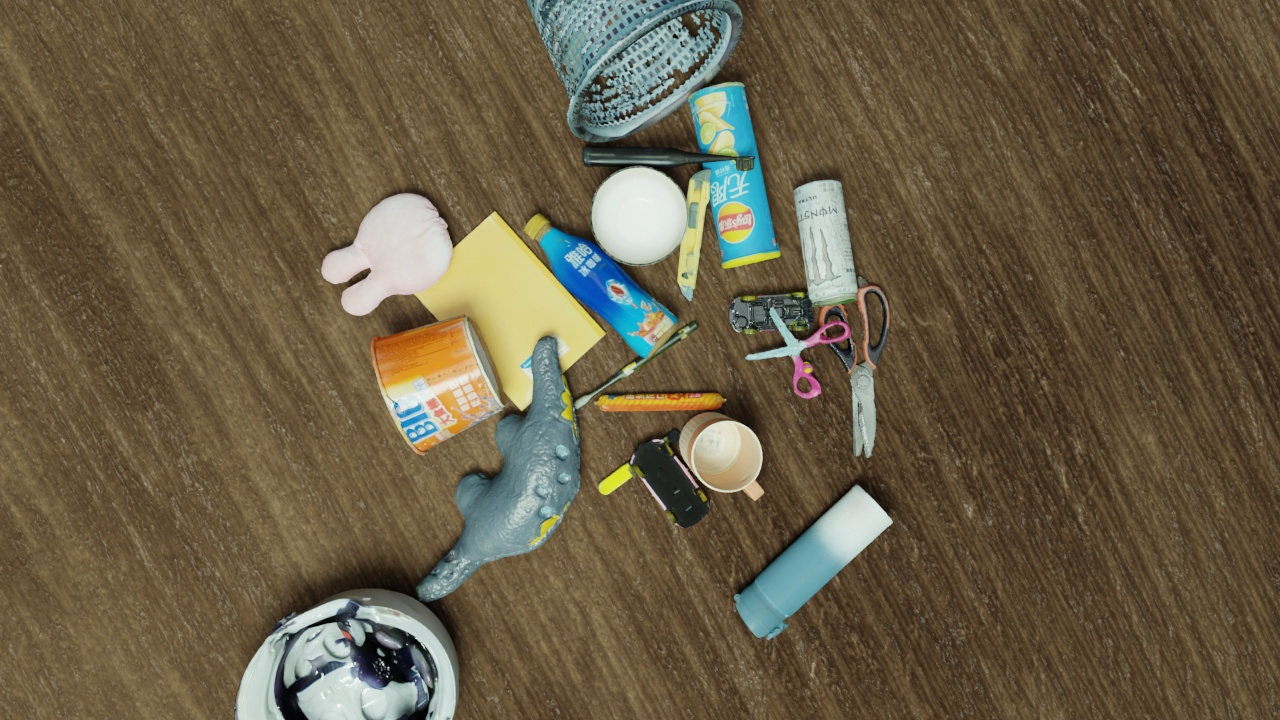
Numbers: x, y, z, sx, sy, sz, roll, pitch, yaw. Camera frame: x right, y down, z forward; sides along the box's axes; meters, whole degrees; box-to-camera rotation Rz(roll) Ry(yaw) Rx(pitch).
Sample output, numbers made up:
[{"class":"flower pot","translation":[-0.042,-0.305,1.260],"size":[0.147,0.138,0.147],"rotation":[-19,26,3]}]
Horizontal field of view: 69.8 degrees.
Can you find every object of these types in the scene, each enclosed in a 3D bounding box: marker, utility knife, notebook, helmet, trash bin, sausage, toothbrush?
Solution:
[{"class":"marker","translation":[-0.001,0.126,1.147],"size":[0.124,0.015,0.018],"rotation":[-37,99,-2]},{"class":"utility knife","translation":[0.065,-0.152,1.114],"size":[0.031,0.018,0.163],"rotation":[19,119,31]},{"class":"notebook","translation":[-0.164,-0.061,1.137],"size":[0.146,0.010,0.206],"rotation":[-43,92,1]},{"class":"helmet","translation":[-0.330,0.376,1.086],"size":[0.259,0.145,0.229],"rotation":[-35,92,10]},{"class":"trash bin","translation":[-0.029,-0.395,1.038],"size":[0.226,0.226,0.195],"rotation":[-31,80,0]},{"class":"sausage","translation":[0.025,0.052,1.139],"size":[0.165,0.021,0.021],"rotation":[-1,92,-1]},{"class":"toothbrush","translation":[-0.007,0.007,1.141],"size":[0.186,0.017,0.012],"rotation":[-34,90,-1]},{"class":"toothbrush","translation":[0.032,-0.239,1.086],"size":[0.213,0.026,0.027],"rotation":[7,107,21]}]

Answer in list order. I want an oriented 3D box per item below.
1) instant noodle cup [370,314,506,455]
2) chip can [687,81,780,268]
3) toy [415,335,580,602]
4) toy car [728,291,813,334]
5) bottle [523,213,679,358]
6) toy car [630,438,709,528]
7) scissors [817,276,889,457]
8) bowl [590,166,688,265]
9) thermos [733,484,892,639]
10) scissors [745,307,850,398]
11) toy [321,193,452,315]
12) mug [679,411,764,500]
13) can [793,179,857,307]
[{"class":"instant noodle cup","translation":[-0.230,0.021,1.070],"size":[0.111,0.151,0.151],"rotation":[-22,93,-2]},{"class":"chip can","translation":[0.113,-0.221,1.104],"size":[0.071,0.071,0.210],"rotation":[-12,93,-1]},{"class":"toy","translation":[-0.148,0.151,1.107],"size":[0.138,0.091,0.356],"rotation":[29,90,7]},{"class":"toy car","translation":[0.160,-0.059,1.131],"size":[0.106,0.031,0.049],"rotation":[-5,92,-6]},{"class":"bottle","translation":[-0.052,-0.094,1.107],"size":[0.218,0.065,0.065],"rotation":[42,91,1]},{"class":"toy car","translation":[0.037,0.151,1.135],"size":[0.056,0.037,0.122],"rotation":[-36,96,-2]},{"class":"scissors","translation":[0.262,0.011,1.145],"size":[0.193,0.015,0.206],"rotation":[35,91,-3]},{"class":"bowl","translation":[-0.002,-0.171,1.107],"size":[0.116,0.066,0.116],"rotation":[0,93,-1]},{"class":"thermos","translation":[0.210,0.250,1.130],"size":[0.220,0.070,0.070],"rotation":[-44,92,1]},{"class":"scissors","translation":[0.197,-0.015,1.122],"size":[0.136,0.017,0.133],"rotation":[-29,111,12]},{"class":"toy","translation":[-0.305,-0.128,1.109],"size":[0.159,0.054,0.121],"rotation":[-33,84,0]},{"class":"mug","translation":[0.103,0.117,1.099],"size":[0.081,0.106,0.114],"rotation":[-42,98,-2]},{"class":"can","translation":[0.224,-0.141,1.108],"size":[0.058,0.058,0.146],"rotation":[-7,86,-1]}]
